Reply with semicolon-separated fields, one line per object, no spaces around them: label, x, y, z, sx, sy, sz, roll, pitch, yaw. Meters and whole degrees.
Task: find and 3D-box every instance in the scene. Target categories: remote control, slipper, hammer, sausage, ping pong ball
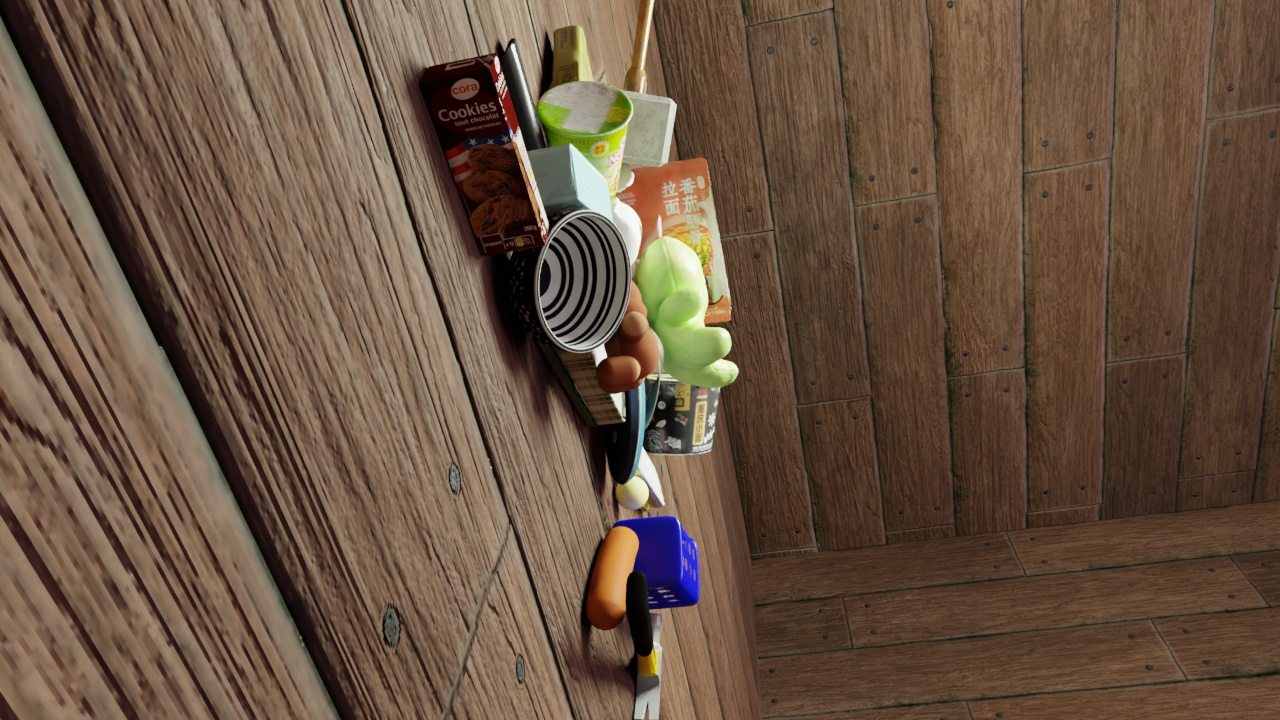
remote control;-0.111;-0.242;0.906;0.033;0.015;0.147;-87;166;-52
slipper;-0.006;0.006;1.093;0.118;0.060;0.294;112;-22;-51
hammer;0.003;-0.414;1.156;0.162;0.083;0.318;-124;-139;-70
sausage;-0.027;0.215;0.930;0.164;0.039;0.044;-72;156;-72
hammer;0.004;0.288;0.945;0.324;0.029;0.126;85;7;-60
ping pong ball;-0.010;0.159;1.098;0.040;0.040;0.040;-7;89;-82

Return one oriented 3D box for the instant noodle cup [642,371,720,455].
instant noodle cup;0.053;0.076;1.331;0.137;0.137;0.112;-32;122;-81

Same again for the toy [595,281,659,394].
toy;-0.022;-0.037;0.857;0.095;0.065;0.127;116;-38;-74

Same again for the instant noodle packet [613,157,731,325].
instant noodle packet;0.029;-0.156;1.252;0.083;0.164;0.221;-69;150;-70

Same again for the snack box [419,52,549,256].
snack box;-0.112;-0.149;0.679;0.031;0.051;0.141;-87;166;-52

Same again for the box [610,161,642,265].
box;-0.039;-0.178;1.120;0.155;0.084;0.126;-77;150;-72

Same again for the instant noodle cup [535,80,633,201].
instant noodle cup;-0.058;-0.224;0.975;0.108;0.099;0.098;92;-2;-49

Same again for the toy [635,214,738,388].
toy;0.045;-0.061;1.136;0.196;0.107;0.150;61;-3;28

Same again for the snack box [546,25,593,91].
snack box;-0.079;-0.301;1.089;0.121;0.045;0.180;75;8;-49

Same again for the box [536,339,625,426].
box;-0.058;-0.022;0.934;0.206;0.051;0.117;65;22;-60

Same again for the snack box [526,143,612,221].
snack box;-0.077;-0.150;0.839;0.174;0.075;0.053;4;78;-82

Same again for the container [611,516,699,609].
container;0.019;0.236;1.070;0.114;0.084;0.085;63;22;-62

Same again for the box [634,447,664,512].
box;-0.006;0.145;1.194;0.210;0.037;0.064;63;14;-64

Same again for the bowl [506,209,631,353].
bowl;-0.071;-0.070;0.786;0.119;0.066;0.120;-14;109;-50
